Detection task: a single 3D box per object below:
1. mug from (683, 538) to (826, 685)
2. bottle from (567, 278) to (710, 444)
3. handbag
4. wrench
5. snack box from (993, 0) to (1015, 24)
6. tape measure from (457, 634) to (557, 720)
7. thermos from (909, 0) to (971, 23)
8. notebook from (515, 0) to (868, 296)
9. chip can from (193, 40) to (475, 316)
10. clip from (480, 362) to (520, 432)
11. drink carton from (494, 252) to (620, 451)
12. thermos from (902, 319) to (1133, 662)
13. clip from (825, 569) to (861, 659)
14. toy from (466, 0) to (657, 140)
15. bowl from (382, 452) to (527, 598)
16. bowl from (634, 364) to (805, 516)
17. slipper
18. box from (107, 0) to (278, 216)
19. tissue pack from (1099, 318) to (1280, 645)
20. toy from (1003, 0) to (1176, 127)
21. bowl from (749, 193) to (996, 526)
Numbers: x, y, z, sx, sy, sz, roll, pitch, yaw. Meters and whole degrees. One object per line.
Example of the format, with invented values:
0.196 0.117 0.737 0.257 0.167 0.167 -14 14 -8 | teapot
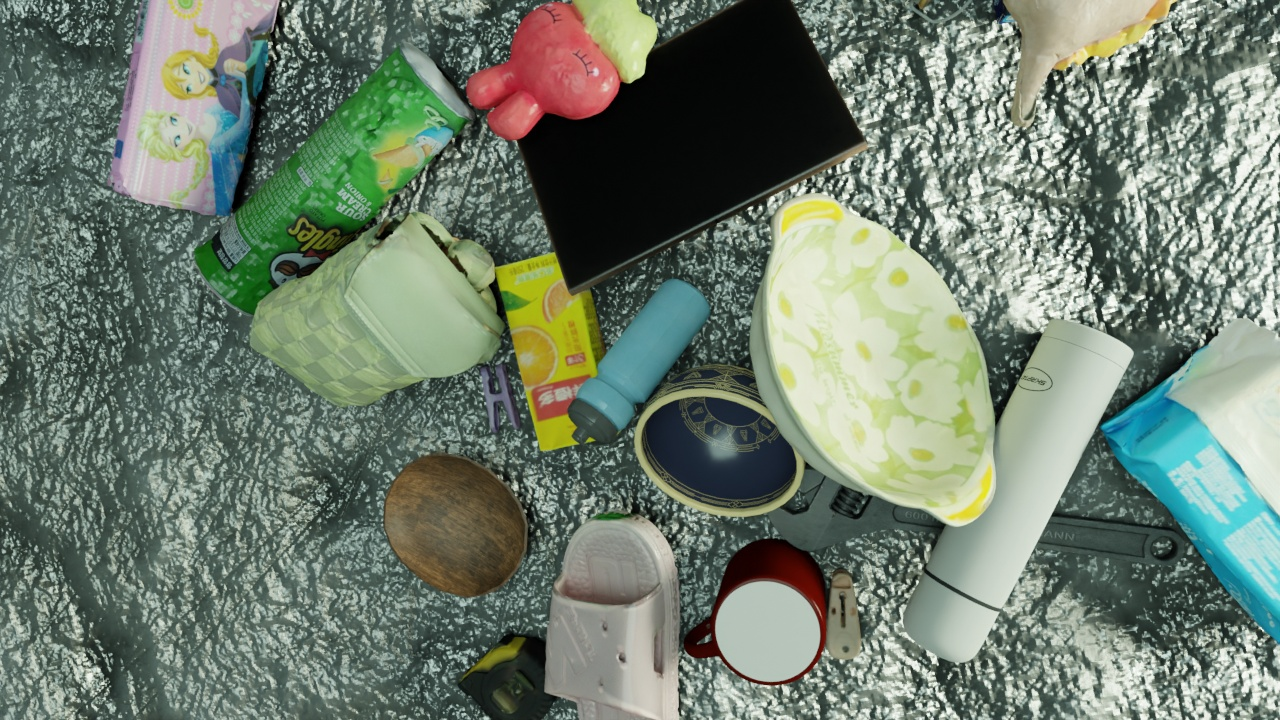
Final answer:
0.074 0.175 0.624 0.106 0.082 0.073 -30 90 13 | mug
-0.004 0.004 0.616 0.040 0.040 0.129 36 73 6 | bottle
-0.180 -0.040 0.643 0.187 0.116 0.113 -18 121 35 | handbag
0.220 0.109 0.622 0.273 0.018 0.073 6 97 9 | wrench
0.292 -0.264 0.562 0.150 0.027 0.082 -8 95 13 | snack box
-0.092 0.243 0.687 0.063 0.038 0.067 -44 86 12 | tape measure
0.114 -0.294 0.577 0.231 0.061 0.061 38 101 5 | thermos
0.024 -0.148 0.609 0.209 0.008 0.141 -25 67 13 | notebook
-0.218 -0.127 0.656 0.223 0.075 0.075 -39 87 13 | chip can
-0.107 0.028 0.682 0.036 0.013 0.053 1 94 10 | clip
-0.056 -0.007 0.652 0.058 0.043 0.134 -14 92 11 | drink carton
0.235 0.085 0.583 0.052 0.052 0.224 26 93 8 | thermos
0.139 0.178 0.633 0.025 0.043 0.061 -3 100 10 | clip
-0.054 -0.203 0.623 0.135 0.045 0.091 -29 71 4 | toy
-0.135 0.121 0.689 0.114 0.026 0.102 34 101 6 | bowl
0.058 0.044 0.618 0.112 0.061 0.113 11 131 12 | bowl
-0.023 0.225 0.647 0.094 0.064 0.239 2 101 33 | slipper
-0.336 -0.232 0.678 0.097 0.085 0.230 24 102 40 | box
0.392 0.086 0.560 0.117 0.066 0.209 -40 89 12 | tissue pack
0.332 -0.245 0.516 0.264 0.065 0.196 -5 103 6 | toy
0.133 0.005 0.569 0.060 0.187 0.219 -33 84 50 | bowl
